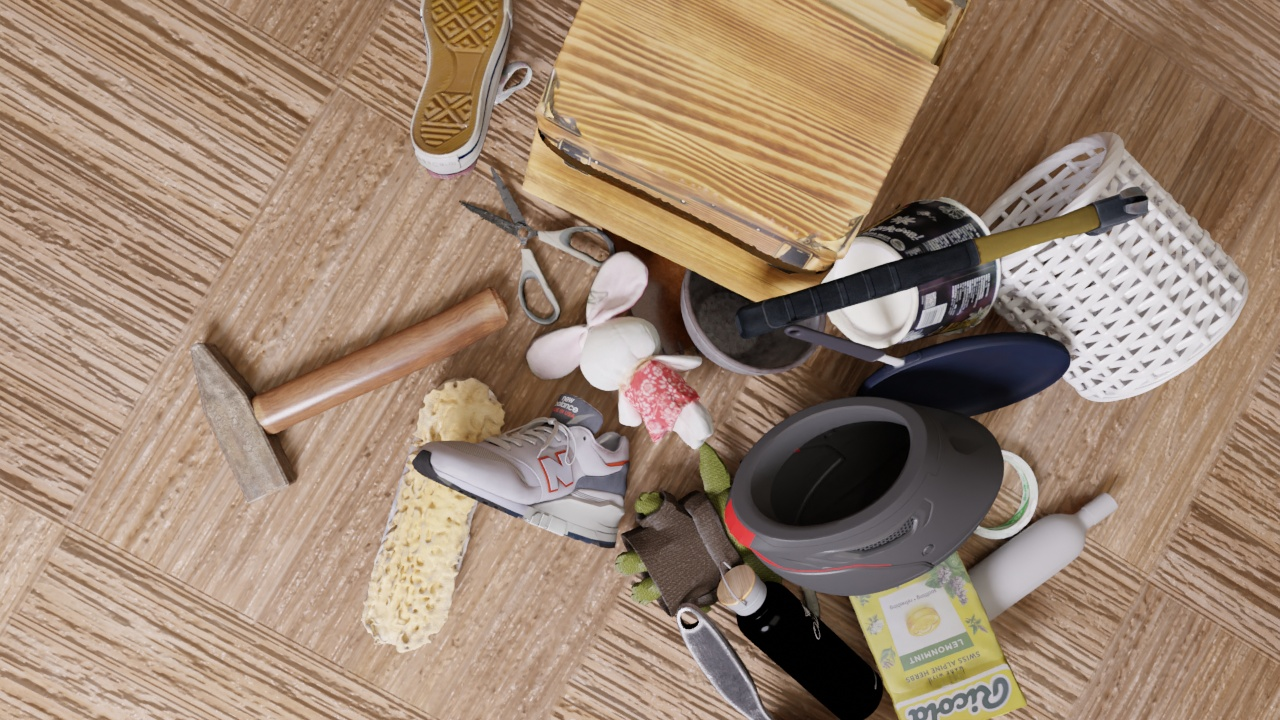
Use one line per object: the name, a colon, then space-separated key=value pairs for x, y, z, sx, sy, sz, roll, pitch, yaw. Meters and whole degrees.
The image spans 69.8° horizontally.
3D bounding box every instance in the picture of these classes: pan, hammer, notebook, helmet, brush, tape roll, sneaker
pan: x=0.248 y=0.004 z=0.833 sx=0.355 sy=0.199 sz=0.021 roll=13 pitch=59 yaw=-40
pan: x=0.133 y=0.374 z=0.907 sx=0.187 sy=0.055 sz=0.357 roll=-30 pitch=99 yaw=11
hammer: x=0.238 y=-0.077 z=0.733 sx=0.333 sy=0.118 sz=0.025 roll=-17 pitch=86 yaw=2
notebook: x=0.089 y=-0.105 z=0.936 sx=0.225 sy=0.024 sz=0.167 roll=-20 pitch=92 yaw=-6
helmet: x=0.216 y=0.132 z=0.865 sx=0.264 sy=0.164 sz=0.170 roll=-30 pitch=134 yaw=-4
hammer: x=-0.270 y=0.002 z=0.890 sx=0.300 sy=0.037 sz=0.158 roll=-25 pitch=93 yaw=-6
brush: x=-0.200 y=0.147 z=0.890 sx=0.083 sy=0.057 sz=0.271 roll=18 pitch=89 yaw=-10
tape roll: x=0.375 y=0.141 z=0.974 sx=0.094 sy=0.018 sz=0.094 roll=0 pitch=91 yaw=-6
sneaker: x=-0.093 y=0.087 z=0.857 sx=0.239 sy=0.089 sz=0.124 roll=33 pitch=76 yaw=-43
sneaker: x=-0.166 y=-0.270 z=0.876 sx=0.118 sy=0.088 sz=0.240 roll=2 pitch=69 yaw=5

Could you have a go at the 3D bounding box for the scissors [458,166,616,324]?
scissors: x=-0.101 y=-0.114 z=0.914 sx=0.169 sy=0.012 sz=0.157 roll=0 pitch=95 yaw=5

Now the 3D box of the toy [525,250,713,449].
toy: x=-0.005 y=0.005 z=0.876 sx=0.194 sy=0.084 sz=0.159 roll=43 pitch=103 yaw=14

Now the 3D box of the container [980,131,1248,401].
container: x=0.441 y=-0.089 z=0.894 sx=0.187 sy=0.189 sz=0.189 roll=42 pitch=86 yaw=-7

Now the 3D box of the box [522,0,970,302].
box: x=0.076 y=-0.220 z=0.763 sx=0.279 sy=0.264 sz=0.268 roll=26 pitch=61 yaw=-3

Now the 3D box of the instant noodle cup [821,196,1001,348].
instant noodle cup: x=0.243 y=-0.076 z=0.851 sx=0.112 sy=0.138 sz=0.137 roll=-20 pitch=93 yaw=-36

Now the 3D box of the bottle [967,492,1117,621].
bottle: x=0.416 y=0.203 z=0.962 sx=0.195 sy=0.052 sz=0.052 roll=-34 pitch=94 yaw=-5

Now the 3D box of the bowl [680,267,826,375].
bowl: x=0.097 y=-0.046 z=0.877 sx=0.144 sy=0.067 sz=0.144 roll=7 pitch=69 yaw=-18

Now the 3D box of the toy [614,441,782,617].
toy: x=0.051 y=0.182 z=0.908 sx=0.152 sy=0.078 sz=0.179 roll=-30 pitch=98 yaw=-12

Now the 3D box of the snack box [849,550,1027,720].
snack box: x=0.287 y=0.273 z=0.913 sx=0.121 sy=0.045 sz=0.181 roll=-23 pitch=83 yaw=8

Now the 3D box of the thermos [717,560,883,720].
thermos: x=0.149 y=0.269 z=0.893 sx=0.061 sy=0.061 sz=0.231 roll=-47 pitch=115 yaw=-4

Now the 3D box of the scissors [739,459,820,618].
scissors: x=0.180 y=0.181 z=0.955 sx=0.195 sy=0.015 sz=0.179 roll=14 pitch=89 yaw=-6
